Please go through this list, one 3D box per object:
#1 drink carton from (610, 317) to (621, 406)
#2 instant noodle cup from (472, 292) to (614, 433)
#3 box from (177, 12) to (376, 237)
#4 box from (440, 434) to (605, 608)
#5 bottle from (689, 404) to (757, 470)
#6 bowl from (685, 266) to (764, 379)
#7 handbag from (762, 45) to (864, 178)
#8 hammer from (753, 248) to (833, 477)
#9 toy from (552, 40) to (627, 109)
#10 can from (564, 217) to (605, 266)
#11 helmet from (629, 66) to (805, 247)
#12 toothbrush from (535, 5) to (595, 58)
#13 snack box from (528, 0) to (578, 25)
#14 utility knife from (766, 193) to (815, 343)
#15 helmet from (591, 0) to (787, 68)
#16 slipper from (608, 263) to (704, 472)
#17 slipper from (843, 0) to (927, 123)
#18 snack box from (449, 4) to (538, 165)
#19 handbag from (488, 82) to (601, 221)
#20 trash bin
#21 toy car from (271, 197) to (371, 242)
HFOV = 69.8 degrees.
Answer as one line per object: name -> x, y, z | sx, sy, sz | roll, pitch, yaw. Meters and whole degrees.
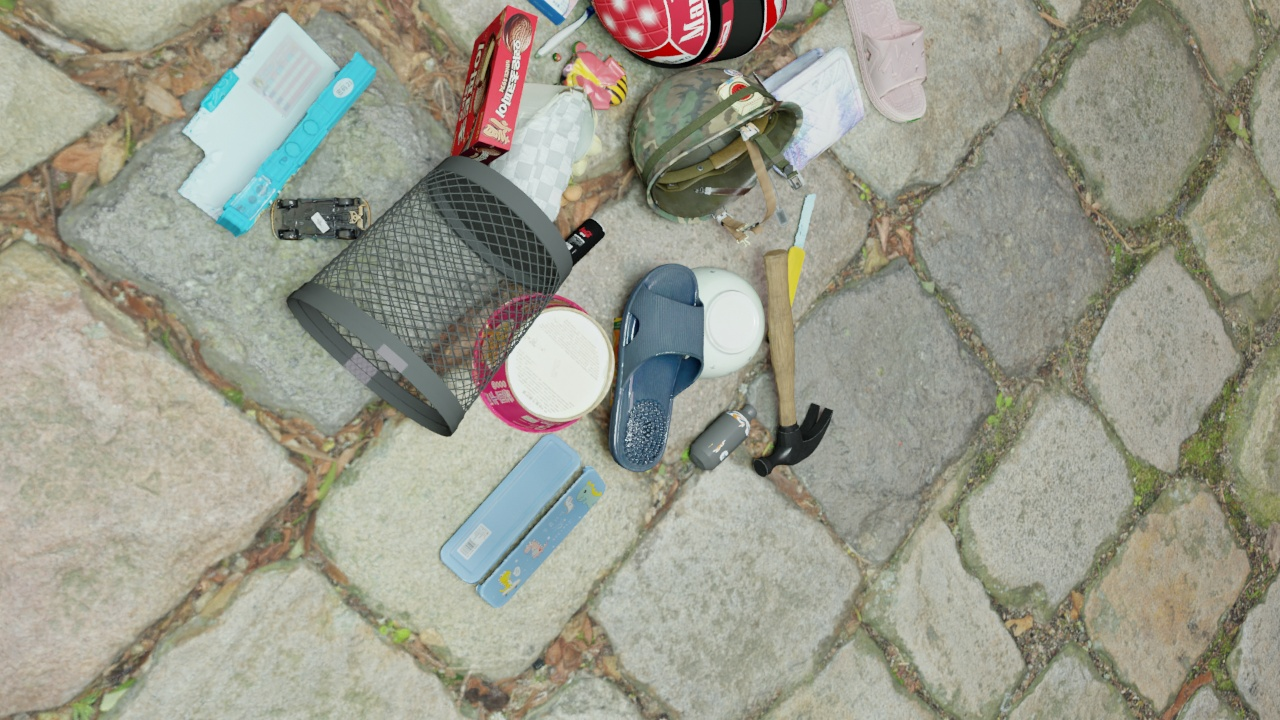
drink carton -> -0.007, 0.007, 1.177 | 0.041, 0.058, 0.122 | 2, 91, -25
instant noodle cup -> -0.108, 0.004, 1.119 | 0.178, 0.078, 0.178 | -1, 92, -25
box -> -0.398, -0.253, 0.966 | 0.117, 0.097, 0.226 | 39, 76, -23
box -> -0.138, 0.198, 1.128 | 0.209, 0.047, 0.122 | -47, 108, -15
bottle -> 0.115, 0.101, 1.244 | 0.112, 0.047, 0.047 | -42, 108, -18
bowl -> 0.105, -0.050, 1.221 | 0.153, 0.073, 0.153 | -1, 93, -26
handbag -> 0.229, -0.347, 1.278 | 0.158, 0.069, 0.126 | -39, 121, -19
hammer -> 0.197, -0.001, 1.235 | 0.132, 0.040, 0.306 | -24, 118, -33
toy -> -0.059, -0.353, 1.153 | 0.103, 0.046, 0.084 | 2, 77, -30
can -> -0.081, -0.143, 1.152 | 0.080, 0.032, 0.031 | -46, 109, -17
helmet -> 0.106, -0.255, 1.139 | 0.224, 0.193, 0.236 | -14, 67, -11
toothbrush -> -0.069, -0.441, 1.160 | 0.017, 0.016, 0.188 | 46, 73, -9
snack box -> -0.092, -0.504, 1.137 | 0.088, 0.033, 0.154 | 35, 77, -23
utility knife -> 0.217, -0.129, 1.301 | 0.030, 0.019, 0.227 | 17, 89, -31
helmet -> 0.046, -0.464, 1.098 | 0.224, 0.198, 0.271 | -48, 129, -30
slipper -> 0.026, 0.007, 1.112 | 0.101, 0.083, 0.263 | 15, 84, -28
slipper -> 0.364, -0.463, 1.335 | 0.094, 0.064, 0.239 | -27, 101, -22
snack box -> -0.171, -0.306, 1.049 | 0.035, 0.133, 0.152 | 13, 86, -25
handbag -> -0.115, -0.237, 1.092 | 0.123, 0.113, 0.171 | 16, 92, -48
trash bin -> -0.217, -0.074, 0.995 | 0.218, 0.218, 0.227 | 45, 69, -19
toy car -> -0.349, -0.155, 1.019 | 0.112, 0.047, 0.047 | 0, 91, 4
